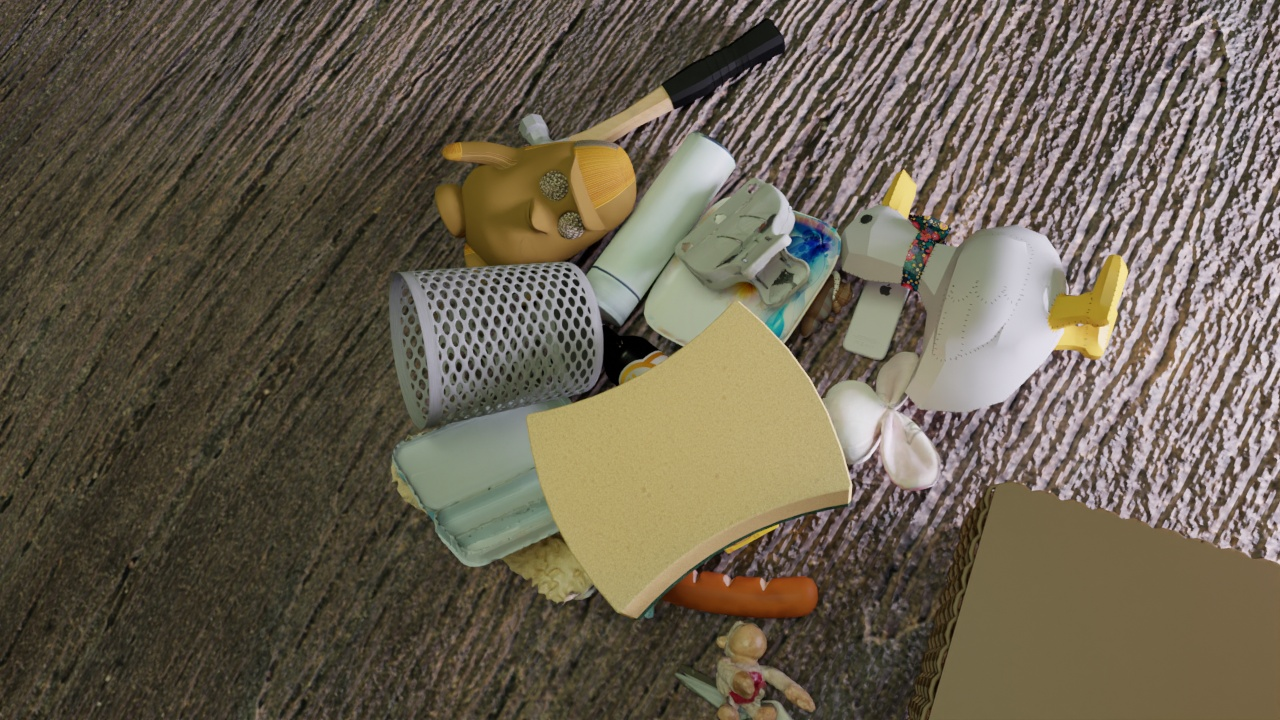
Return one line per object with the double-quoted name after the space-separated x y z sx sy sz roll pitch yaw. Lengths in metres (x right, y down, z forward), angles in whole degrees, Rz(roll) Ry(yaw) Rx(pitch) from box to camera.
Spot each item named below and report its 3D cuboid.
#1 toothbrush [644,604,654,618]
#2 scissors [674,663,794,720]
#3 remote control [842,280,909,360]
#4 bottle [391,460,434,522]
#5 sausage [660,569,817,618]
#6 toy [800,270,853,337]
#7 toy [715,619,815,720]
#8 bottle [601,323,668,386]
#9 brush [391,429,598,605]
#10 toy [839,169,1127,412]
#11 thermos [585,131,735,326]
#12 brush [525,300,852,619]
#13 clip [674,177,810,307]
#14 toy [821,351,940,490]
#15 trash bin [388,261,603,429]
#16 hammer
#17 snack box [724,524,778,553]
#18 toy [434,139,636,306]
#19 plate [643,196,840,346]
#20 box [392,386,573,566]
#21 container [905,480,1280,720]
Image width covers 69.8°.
0.003 0.185 0.943 0.022 0.016 0.154 2 70 -20 "toothbrush"
0.119 0.351 0.860 0.188 0.015 0.146 -7 71 14 "scissors"
0.258 -0.071 0.967 0.045 0.008 0.146 19 77 19 "remote control"
-0.211 0.131 0.940 0.040 0.040 0.130 -43 67 -3 "bottle"
0.089 0.226 0.895 0.164 0.039 0.044 3 67 15 "sausage"
0.181 -0.057 0.963 0.055 0.041 0.102 39 95 -16 "toy"
0.107 0.286 0.855 0.085 0.074 0.105 13 32 -16 "toy"
-0.006 0.006 0.981 0.181 0.059 0.059 39 85 22 "bottle"
-0.150 0.162 0.967 0.271 0.056 0.083 30 84 21 "brush"
0.311 -0.064 0.884 0.268 0.141 0.246 12 72 26 "toy"
0.016 -0.146 1.022 0.068 0.068 0.230 33 82 21 "thermos"
0.042 0.088 0.816 0.250 0.075 0.195 -29 67 1 "brush"
0.111 -0.121 0.954 0.125 0.074 0.143 -44 45 5 "clip"
0.190 0.064 0.903 0.194 0.084 0.158 -11 51 14 "toy"
-0.148 -0.022 0.943 0.183 0.157 0.156 -9 66 -25 "trash bin"
0.019 -0.305 1.091 0.328 0.039 0.131 -30 69 3 "hammer"
0.086 0.132 0.891 0.061 0.106 0.083 -28 68 3 "snack box"
-0.101 -0.168 1.003 0.203 0.199 0.162 -19 25 9 "toy"
0.108 -0.084 0.981 0.187 0.016 0.187 28 80 39 "plate"
-0.123 0.113 0.927 0.209 0.061 0.193 -22 40 -32 "box"
0.343 0.261 0.724 0.220 0.214 0.251 17 77 19 "container"
